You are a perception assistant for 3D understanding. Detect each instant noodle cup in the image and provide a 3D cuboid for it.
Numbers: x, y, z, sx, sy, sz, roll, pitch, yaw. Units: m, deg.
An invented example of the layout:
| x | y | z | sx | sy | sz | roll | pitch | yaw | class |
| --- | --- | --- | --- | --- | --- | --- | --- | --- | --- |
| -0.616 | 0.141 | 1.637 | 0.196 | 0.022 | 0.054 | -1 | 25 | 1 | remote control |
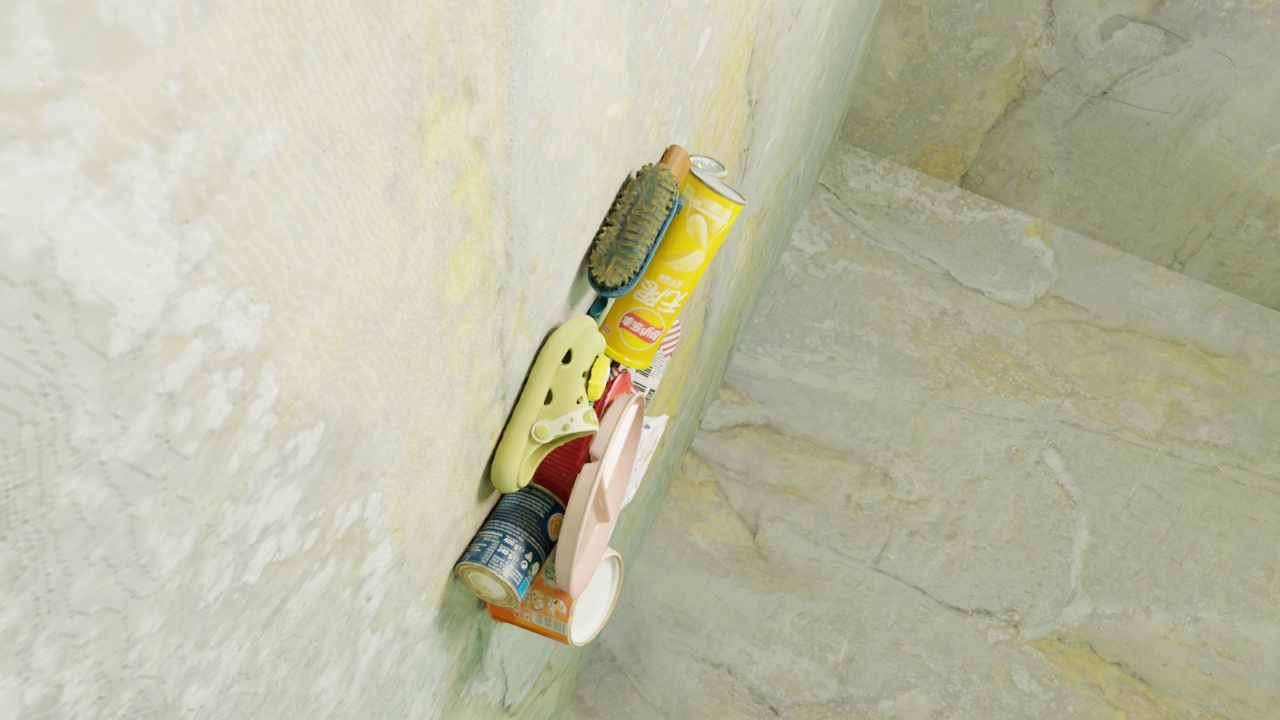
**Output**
| x | y | z | sx | sy | sz | roll | pitch | yaw | class |
| --- | --- | --- | --- | --- | --- | --- | --- | --- | --- |
| -0.069 | 0.093 | 1.039 | 0.194 | 0.066 | 0.194 | 19 | 88 | -83 | instant noodle cup |
| -0.023 | 0.132 | 1.254 | 0.138 | 0.060 | 0.173 | -66 | 170 | 6 | instant noodle cup |
| -0.097 | 0.267 | 1.105 | 0.151 | 0.111 | 0.152 | -43 | 143 | -45 | instant noodle cup |

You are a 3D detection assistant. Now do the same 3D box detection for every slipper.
| x | y | z | sx | sy | sz | roll | pitch | yaw | class |
| --- | --- | --- | --- | --- | --- | --- | --- | --- | --- |
| -0.076 | 0.051 | 0.893 | 0.190 | 0.081 | 0.091 | -63 | 173 | -2 | slipper |

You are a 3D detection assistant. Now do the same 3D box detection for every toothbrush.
| x | y | z | sx | sy | sz | roll | pitch | yaw | class |
| --- | --- | --- | --- | --- | --- | --- | --- | --- | --- |
| -0.014 | -0.106 | 1.042 | 0.191 | 0.016 | 0.018 | -58 | 178 | -40 | toothbrush |

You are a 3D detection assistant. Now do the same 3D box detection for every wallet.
| x | y | z | sx | sy | sz | roll | pitch | yaw | class |
| --- | --- | --- | --- | --- | --- | --- | --- | --- | --- |
| 0.028 | -0.160 | 1.033 | 0.131 | 0.031 | 0.108 | -63 | 154 | -11 | wallet |

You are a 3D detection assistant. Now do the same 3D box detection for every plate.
| x | y | z | sx | sy | sz | roll | pitch | yaw | class |
| --- | --- | --- | --- | --- | --- | --- | --- | --- | --- |
| -0.043 | 0.140 | 0.979 | 0.229 | 0.028 | 0.229 | 19 | 89 | -82 | plate |

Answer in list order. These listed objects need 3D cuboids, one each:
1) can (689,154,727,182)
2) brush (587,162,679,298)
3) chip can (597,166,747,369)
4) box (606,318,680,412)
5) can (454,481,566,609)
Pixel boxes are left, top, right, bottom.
| x | y | z | sx | sy | sz | roll | pitch | yaw | class |
| --- | --- | --- | --- | --- | --- | --- | --- | --- | --- |
| 0.060 | -0.178 | 1.140 | 0.057 | 0.058 | 0.148 | -52 | 163 | -56 | can |
| -0.007 | -0.124 | 0.909 | 0.073 | 0.055 | 0.143 | 91 | 25 | -75 | brush |
| 0.030 | -0.094 | 0.970 | 0.214 | 0.072 | 0.072 | -58 | 174 | 21 | chip can |
| -0.004 | 0.008 | 1.169 | 0.163 | 0.087 | 0.076 | -63 | 156 | 1 | box |
| -0.131 | 0.190 | 0.943 | 0.110 | 0.075 | 0.075 | -58 | 168 | -39 | can |
